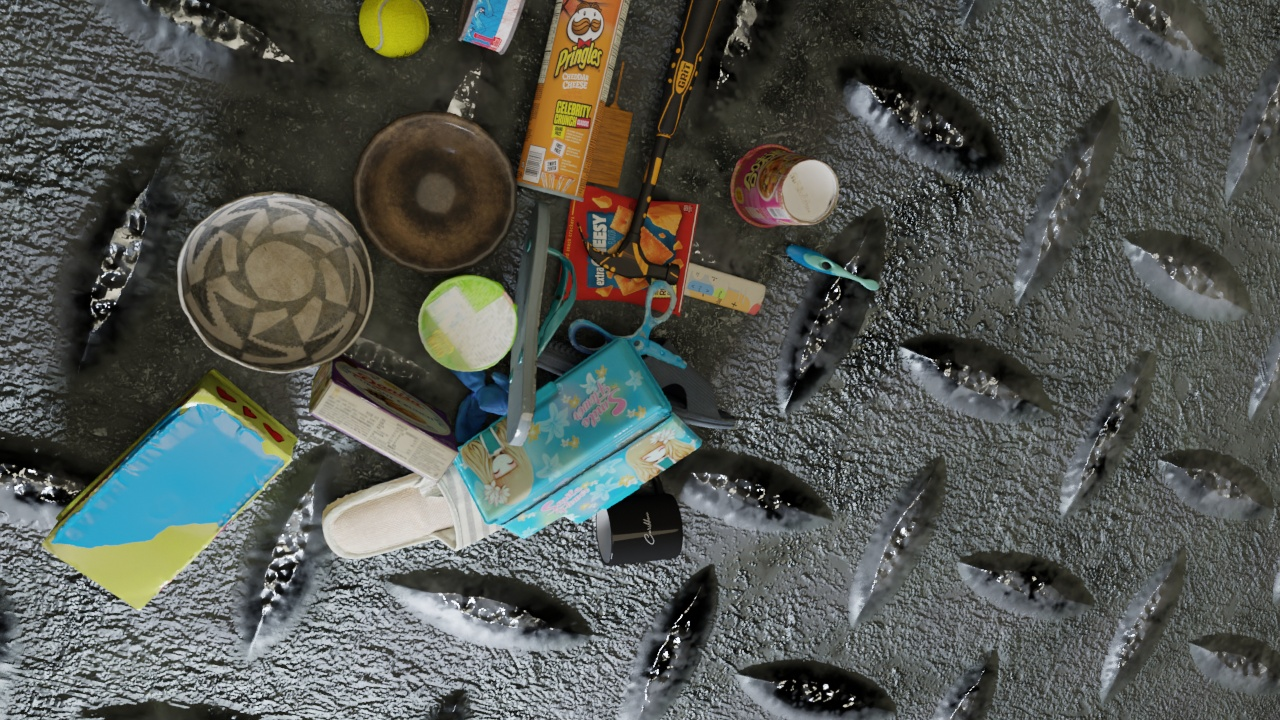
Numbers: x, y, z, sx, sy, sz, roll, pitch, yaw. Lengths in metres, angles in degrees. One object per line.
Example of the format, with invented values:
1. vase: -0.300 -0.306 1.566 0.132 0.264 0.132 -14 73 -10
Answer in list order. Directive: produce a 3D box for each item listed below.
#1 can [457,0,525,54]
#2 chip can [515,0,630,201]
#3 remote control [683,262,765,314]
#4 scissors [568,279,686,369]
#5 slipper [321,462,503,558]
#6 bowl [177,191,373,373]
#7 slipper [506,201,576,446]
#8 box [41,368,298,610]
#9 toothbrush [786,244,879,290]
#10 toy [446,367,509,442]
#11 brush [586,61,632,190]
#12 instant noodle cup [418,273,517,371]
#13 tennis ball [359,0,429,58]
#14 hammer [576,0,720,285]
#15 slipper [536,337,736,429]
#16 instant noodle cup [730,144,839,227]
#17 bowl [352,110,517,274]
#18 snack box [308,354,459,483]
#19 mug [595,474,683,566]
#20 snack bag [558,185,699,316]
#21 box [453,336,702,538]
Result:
1. can: -0.137 -0.365 0.880 0.044 0.130 0.130 13 100 -20
2. chip can: -0.071 -0.280 0.951 0.075 0.075 0.215 11 100 -19
3. remote control: 0.092 -0.086 1.084 0.125 0.018 0.038 14 100 -22
4. scissors: -0.012 -0.026 0.987 0.139 0.011 0.134 12 88 -10
5. slipper: -0.219 0.161 1.029 0.272 0.054 0.114 -18 124 -7
6. bowl: -0.357 -0.081 0.913 0.178 0.081 0.178 -4 106 -16
7. slipper: -0.103 -0.037 0.952 0.054 0.098 0.268 12 65 -19
8. box: -0.473 0.129 0.937 0.221 0.083 0.124 -47 113 -4
9. toothbrush: 0.234 -0.113 1.123 0.135 0.017 0.022 20 98 -18
10. toy: -0.140 0.050 1.019 0.176 0.070 0.113 12 123 -3
11. brush: -0.034 -0.255 1.001 0.048 0.017 0.126 8 102 -19
12. instant noodle cup: -0.185 -0.048 0.960 0.098 0.108 0.099 -4 105 -16
13. tennis ball: -0.240 -0.328 0.893 0.065 0.065 0.065 -4 105 -16
14. hammer: 0.022 -0.245 0.991 0.123 0.036 0.320 15 92 -12
15. slipper: -0.006 0.006 1.042 0.263 0.101 0.082 20 90 -15
16. instant noodle cup: 0.167 -0.192 1.030 0.097 0.108 0.098 -5 106 -17
17. bowl: -0.211 -0.172 0.940 0.162 0.070 0.162 -4 105 -16
18. snack box: -0.264 0.055 0.941 0.143 0.148 0.040 34 91 -22
19. mug: -0.004 0.185 1.101 0.088 0.078 0.113 -3 79 -16
20. snack bag: -0.014 -0.123 1.029 0.144 0.039 0.131 7 100 -13
21. box: -0.064 0.101 0.960 0.227 0.085 0.169 -34 108 9
